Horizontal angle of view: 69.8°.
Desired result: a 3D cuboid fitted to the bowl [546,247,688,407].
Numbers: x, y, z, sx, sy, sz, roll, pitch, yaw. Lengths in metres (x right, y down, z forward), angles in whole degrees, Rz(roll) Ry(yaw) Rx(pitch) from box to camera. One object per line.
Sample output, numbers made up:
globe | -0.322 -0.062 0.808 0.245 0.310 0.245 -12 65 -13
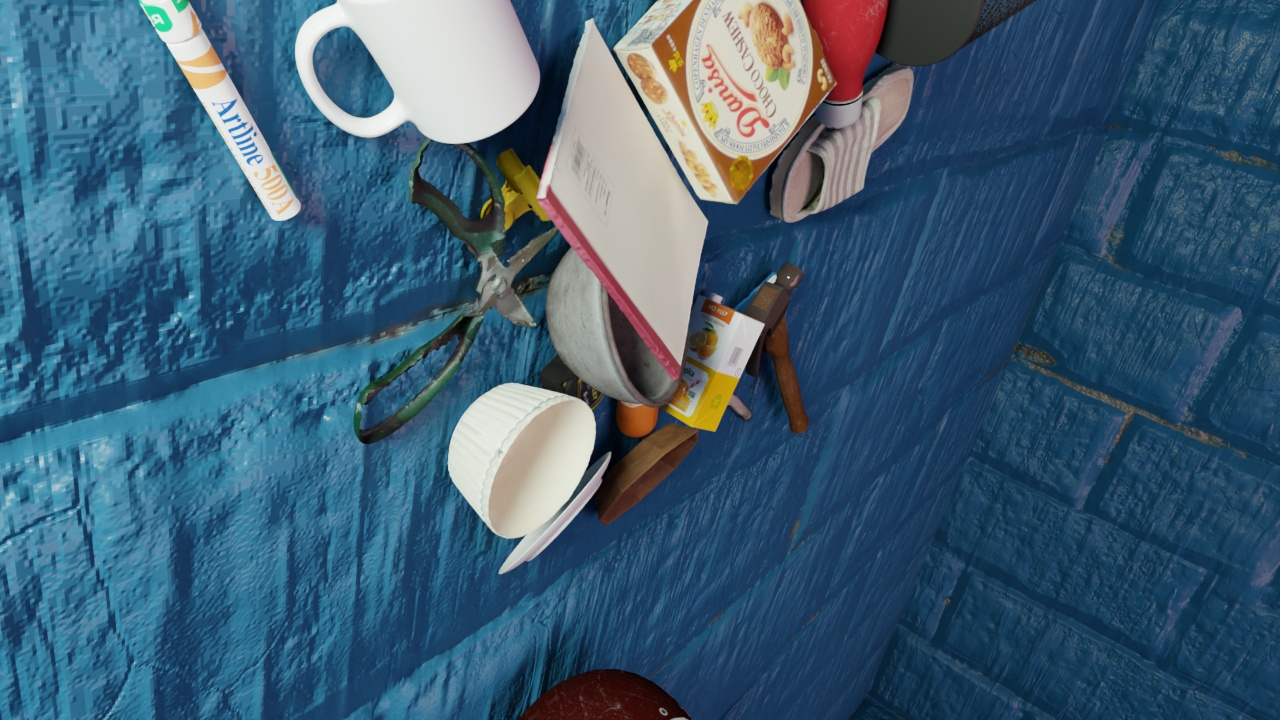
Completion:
bowl | -0.022 -0.036 0.679 0.144 0.067 0.145 -5 90 -65

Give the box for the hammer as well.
hammer | 0.167 0.012 1.072 0.115 0.033 0.323 -56 152 -15

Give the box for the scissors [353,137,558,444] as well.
scissors | -0.124 -0.037 0.571 0.204 0.015 0.202 -50 153 -9

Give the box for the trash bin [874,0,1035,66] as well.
trash bin | 0.298 -0.382 0.834 0.209 0.184 0.184 -41 146 -25

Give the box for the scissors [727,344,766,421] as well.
scissors | 0.110 0.023 1.036 0.198 0.015 0.180 -43 146 -32

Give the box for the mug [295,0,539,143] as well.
mug | -0.115 -0.157 0.457 0.110 0.073 0.090 -31 147 -3

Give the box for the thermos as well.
thermos | 0.178 -0.307 0.797 0.073 0.073 0.240 -46 149 -27

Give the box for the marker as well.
marker | -0.190 -0.121 0.409 0.017 0.017 0.146 -48 149 -25

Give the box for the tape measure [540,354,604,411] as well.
tape measure | -0.054 0.017 0.738 0.061 0.034 0.062 -38 144 -34

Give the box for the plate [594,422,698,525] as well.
plate | 0.002 0.104 0.879 0.131 0.025 0.131 -40 166 -12

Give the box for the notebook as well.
notebook | -0.003 -0.103 0.636 0.209 0.012 0.152 52 41 -49

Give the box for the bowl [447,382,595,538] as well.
bowl | -0.094 0.067 0.685 0.115 0.062 0.115 -39 144 -36

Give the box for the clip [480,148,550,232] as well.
clip | -0.080 -0.104 0.597 0.054 0.046 0.048 56 40 -61

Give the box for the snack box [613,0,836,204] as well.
snack box | 0.068 -0.217 0.679 0.146 0.041 0.143 -51 130 -18

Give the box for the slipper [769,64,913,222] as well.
slipper | 0.225 -0.231 0.971 0.271 0.054 0.115 -42 151 -35

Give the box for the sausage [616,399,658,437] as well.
sausage | -0.005 0.005 0.804 0.044 0.039 0.164 -43 146 -32

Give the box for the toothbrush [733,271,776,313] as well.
toothbrush | 0.098 -0.042 0.960 0.166 0.014 0.016 -43 146 -31

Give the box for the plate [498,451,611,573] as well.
plate | -0.067 0.129 0.762 0.134 0.011 0.134 -47 -178 2

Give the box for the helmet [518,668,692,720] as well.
helmet | -0.030 0.448 0.924 0.233 0.253 0.234 -38 171 -12

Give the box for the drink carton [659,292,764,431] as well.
drink carton | 0.066 0.000 0.889 0.040 0.058 0.122 15 101 -50
